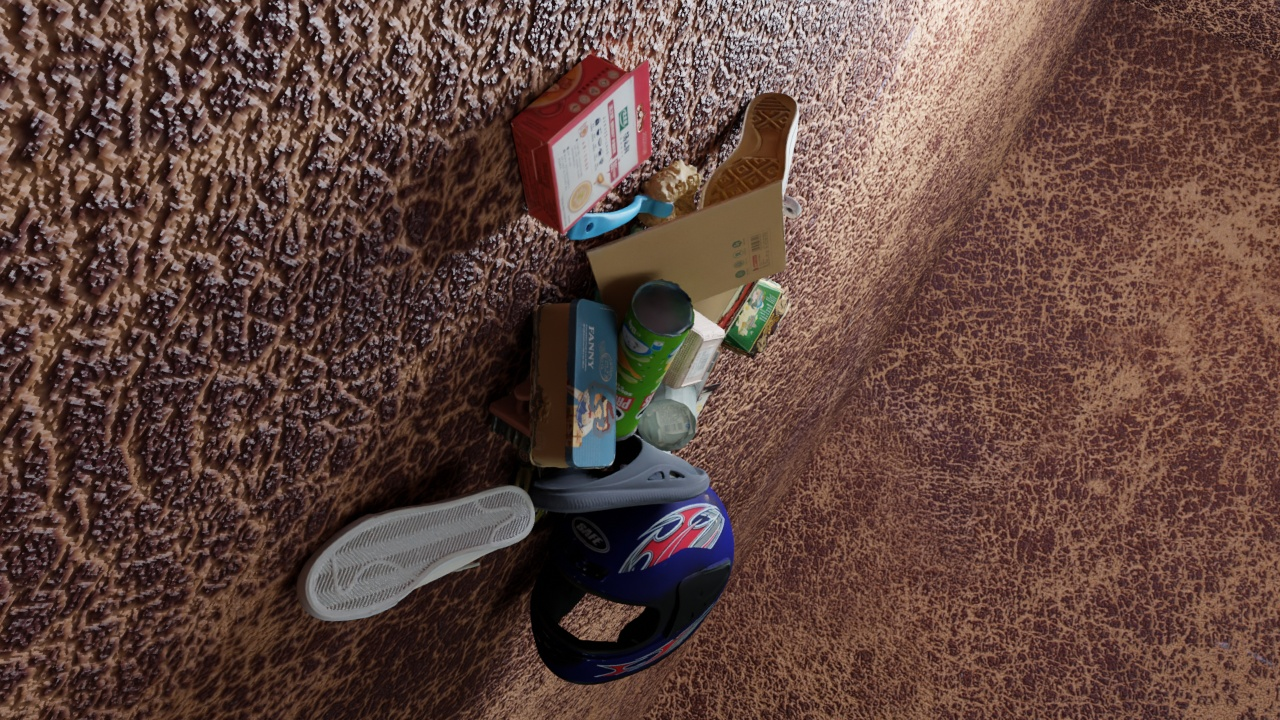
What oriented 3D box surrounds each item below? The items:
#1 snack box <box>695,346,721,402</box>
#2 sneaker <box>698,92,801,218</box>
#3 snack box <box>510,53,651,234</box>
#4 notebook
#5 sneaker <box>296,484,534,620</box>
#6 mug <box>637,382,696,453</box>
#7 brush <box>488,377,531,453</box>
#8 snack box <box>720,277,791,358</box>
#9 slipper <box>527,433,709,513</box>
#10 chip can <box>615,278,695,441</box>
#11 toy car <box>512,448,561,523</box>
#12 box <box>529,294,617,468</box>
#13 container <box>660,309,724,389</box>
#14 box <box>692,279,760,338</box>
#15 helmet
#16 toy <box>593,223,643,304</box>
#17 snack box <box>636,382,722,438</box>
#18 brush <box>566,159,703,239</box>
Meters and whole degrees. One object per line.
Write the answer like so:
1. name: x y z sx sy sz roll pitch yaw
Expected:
1. snack box: 0.051 0.034 1.312 0.075 0.026 0.154 15 113 -22
2. sneaker: 0.132 -0.204 1.061 0.088 0.118 0.240 77 29 -53
3. snack box: -0.047 -0.191 0.791 0.126 0.044 0.113 -46 157 -24
4. notebook: 0.055 -0.105 0.966 0.207 0.008 0.148 -20 148 -1
5. sneaker: -0.225 0.182 0.901 0.241 0.089 0.091 -17 179 -39
6. mug: 0.035 0.084 1.253 0.103 0.083 0.124 -87 179 -68
7. brush: -0.096 0.043 0.999 0.145 0.063 0.073 -27 141 -55
8. snack box: 0.127 -0.080 1.282 0.105 0.117 0.118 25 95 -57
9. slipper: -0.018 0.131 1.111 0.267 0.111 0.083 -1 93 -43
10. chip can: -0.006 0.006 1.026 0.072 0.072 0.237 -43 168 -34
11. toy car: -0.126 0.140 1.109 0.070 0.042 0.158 -29 143 -53
12. box: -0.067 0.019 0.937 0.089 0.059 0.184 5 86 -62
13. container: 0.031 -0.027 1.115 0.089 0.111 0.090 -11 131 -62
14. box: 0.089 -0.088 1.185 0.168 0.091 0.080 -59 163 3
15. helmet: -0.016 0.273 1.277 0.314 0.247 0.241 -30 134 -32
16. toy: -0.020 -0.100 1.011 0.091 0.030 0.097 -39 148 -50
17. snack box: 0.058 0.079 1.416 0.113 0.053 0.126 -9 128 -64
18. brush: -0.003 -0.154 0.932 0.254 0.046 0.083 -33 151 -59
